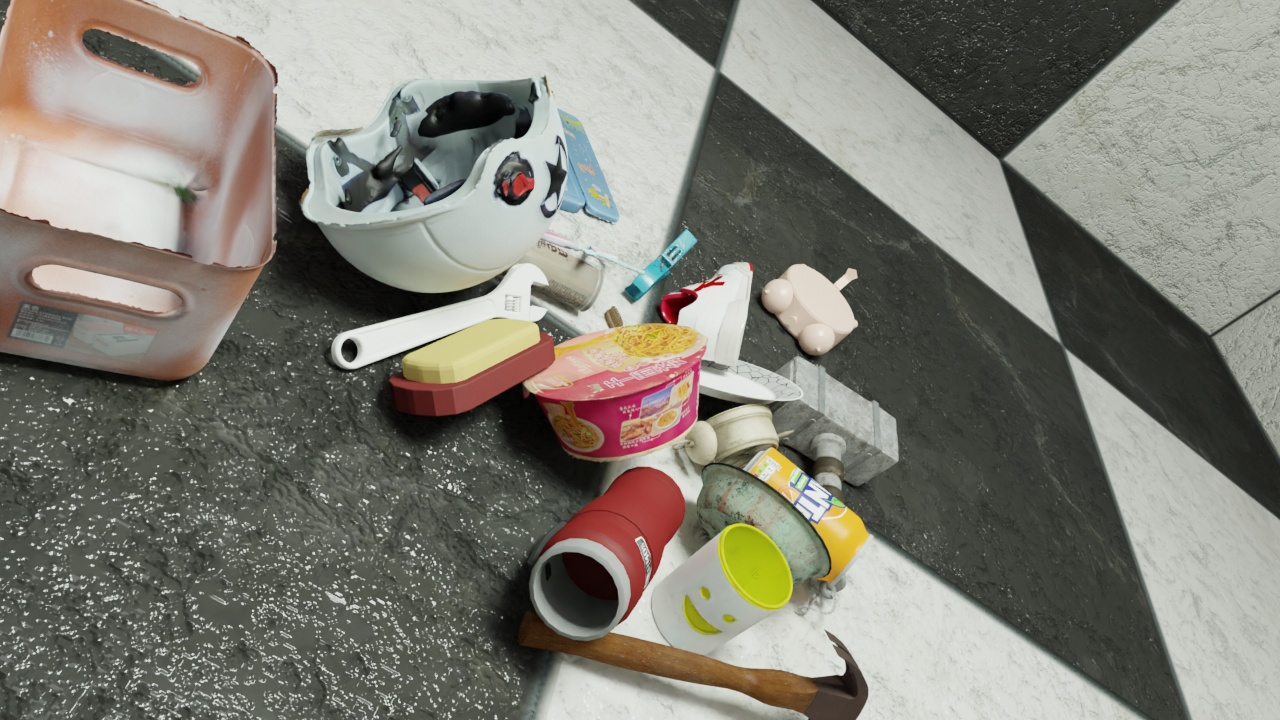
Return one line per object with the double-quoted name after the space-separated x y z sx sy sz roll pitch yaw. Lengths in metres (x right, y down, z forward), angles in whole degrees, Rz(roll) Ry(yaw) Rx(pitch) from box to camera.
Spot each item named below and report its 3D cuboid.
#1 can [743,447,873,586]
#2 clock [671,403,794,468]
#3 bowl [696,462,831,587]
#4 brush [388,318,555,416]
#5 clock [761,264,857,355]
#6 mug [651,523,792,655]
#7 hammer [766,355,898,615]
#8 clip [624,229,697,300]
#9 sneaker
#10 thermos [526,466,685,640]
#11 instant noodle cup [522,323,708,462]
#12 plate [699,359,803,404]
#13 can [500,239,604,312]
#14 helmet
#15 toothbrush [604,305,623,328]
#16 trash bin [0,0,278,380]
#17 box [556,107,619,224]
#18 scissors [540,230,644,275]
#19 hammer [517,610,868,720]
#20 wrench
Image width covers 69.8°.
0.163 0.161 0.951 0.142 0.079 0.078 39 33 14 "can"
0.092 0.091 0.993 0.140 0.093 0.054 -2 61 -37 "clock"
0.110 0.170 0.898 0.157 0.158 0.038 45 67 1 "bowl"
-0.151 0.000 0.838 0.173 0.082 0.042 -32 123 -55 "brush"
0.259 -0.084 1.354 0.131 0.086 0.160 49 41 8 "clock"
0.072 0.209 0.830 0.082 0.106 0.082 26 39 -23 "mug"
0.219 0.158 1.068 0.177 0.080 0.325 31 42 -18 "hammer"
0.015 -0.108 1.165 0.027 0.104 0.120 42 41 2 "clip"
0.081 -0.071 1.160 0.104 0.090 0.236 11 28 4 "sneaker"
-0.033 0.155 0.778 0.198 0.108 0.084 -35 121 -70 "thermos"
-0.018 0.032 0.883 0.178 0.179 0.078 -45 129 -55 "instant noodle cup"
0.092 0.021 1.055 0.188 0.016 0.188 13 12 -3 "plate"
-0.110 -0.105 1.018 0.135 0.054 0.054 25 39 -25 "can"
-0.184 -0.155 0.881 0.263 0.237 0.164 -61 145 -40 "helmet"
-0.006 0.006 1.042 0.016 0.016 0.166 4 52 -42 "toothbrush"
-0.385 -0.131 0.678 0.181 0.158 0.259 14 46 -36 "trash bin"
-0.101 -0.275 1.235 0.125 0.021 0.208 8 49 -39 "box"
-0.062 -0.129 1.069 0.171 0.014 0.173 21 7 21 "scissors"
0.052 0.262 0.780 0.322 0.115 0.033 19 20 -19 "hammer"
-0.183 -0.041 0.889 0.272 0.018 0.066 -25 109 -50 "wrench"
